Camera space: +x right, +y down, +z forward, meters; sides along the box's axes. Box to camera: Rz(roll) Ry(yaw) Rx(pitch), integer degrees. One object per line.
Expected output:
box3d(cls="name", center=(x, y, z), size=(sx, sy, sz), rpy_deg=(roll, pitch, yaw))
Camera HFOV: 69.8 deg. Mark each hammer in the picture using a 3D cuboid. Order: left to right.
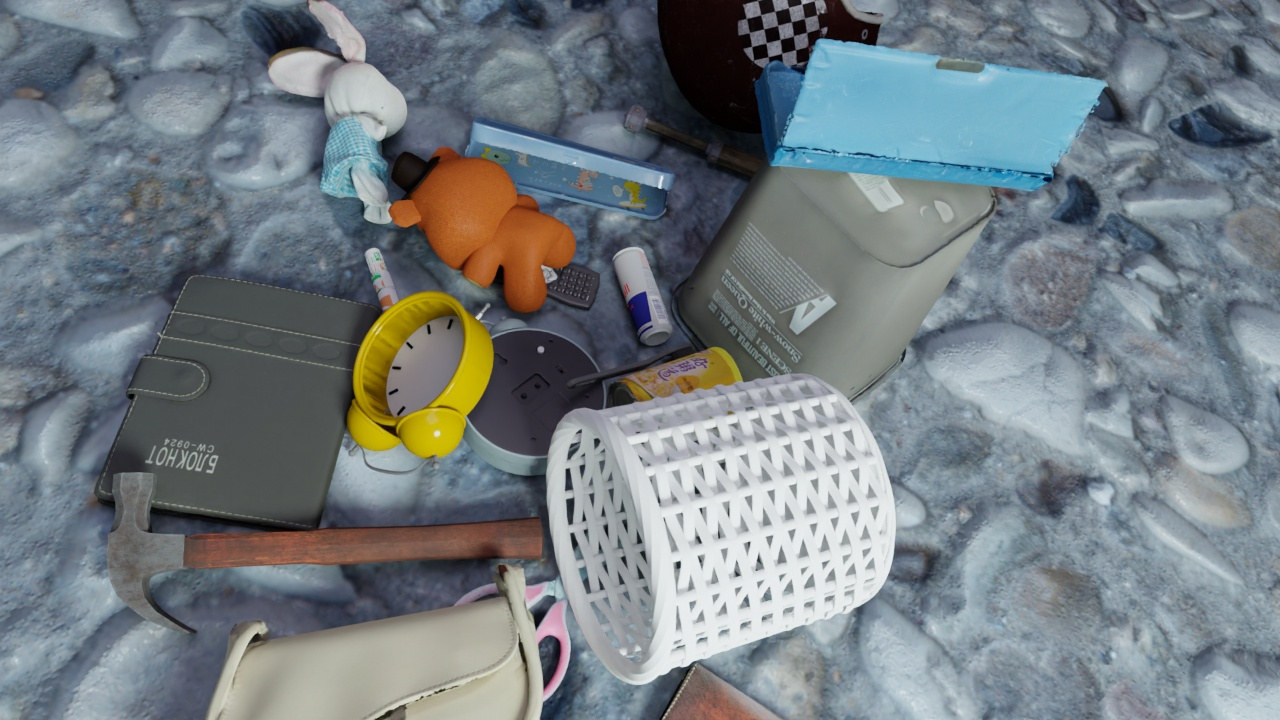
box3d(cls="hammer", center=(-0.221, 0.136, 0.672), size=(0.300, 0.028, 0.111), rpy_deg=(1, 76, -16))
box3d(cls="hammer", center=(0.131, -0.207, 0.986), size=(0.317, 0.028, 0.146), rpy_deg=(22, 51, -1))

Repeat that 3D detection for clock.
box3d(cls="clock", center=(-0.176, 0.017, 0.727), size=(0.114, 0.052, 0.151), rpy_deg=(4, 69, 30))
box3d(cls="clock", center=(-0.102, 0.027, 0.774), size=(0.159, 0.045, 0.122), rpy_deg=(43, 59, 14))

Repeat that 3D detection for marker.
box3d(cls="marker", center=(-0.214, -0.038, 0.801), size=(0.017, 0.017, 0.145), rpy_deg=(-15, 64, -22))

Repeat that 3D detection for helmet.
box3d(cls="helmet", center=(0.132, -0.369, 0.956), size=(0.233, 0.254, 0.233), rpy_deg=(-17, 22, -6))

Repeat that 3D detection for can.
box3d(cls="can", center=(0.002, -0.060, 0.860), size=(0.032, 0.032, 0.095), rpy_deg=(-9, 62, -19))
box3d(cls="can", center=(0.032, 0.033, 0.789), size=(0.105, 0.068, 0.067), rpy_deg=(-18, 65, -23))

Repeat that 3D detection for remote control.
box3d(cls="remote control", center=(-0.100, -0.082, 0.861), size=(0.124, 0.009, 0.046), rpy_deg=(17, 57, -4))

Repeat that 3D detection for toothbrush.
box3d(cls="toothbrush", center=(-0.005, 0.005, 0.795), size=(0.167, 0.013, 0.013), rpy_deg=(-15, 68, -48))

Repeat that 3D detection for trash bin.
box3d(cls="trash bin", center=(0.169, -0.088, 0.807), size=(0.197, 0.221, 0.197), rpy_deg=(-32, 71, -28))

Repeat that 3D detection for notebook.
box3d(cls="notebook", center=(-0.315, 0.028, 0.731), size=(0.169, 0.030, 0.208), rpy_deg=(11, 55, -9))

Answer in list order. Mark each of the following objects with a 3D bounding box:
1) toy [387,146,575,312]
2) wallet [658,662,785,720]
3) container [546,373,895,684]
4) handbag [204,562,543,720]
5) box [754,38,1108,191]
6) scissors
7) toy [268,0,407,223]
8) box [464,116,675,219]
box3d(cls="toy", center=(-0.142, -0.125, 0.818), size=(0.176, 0.096, 0.111), rpy_deg=(42, 55, -18))
box3d(cls="wallet", center=(0.074, 0.286, 0.674), size=(0.123, 0.019, 0.072), rpy_deg=(33, 57, 7))
box3d(cls="container", center=(0.051, 0.113, 0.667), size=(0.186, 0.190, 0.189), rpy_deg=(-10, 62, -25))
box3d(cls="handbag", center=(-0.168, 0.226, 0.582), size=(0.228, 0.132, 0.184), rpy_deg=(-8, 58, -17))
box3d(cls="box", center=(0.214, -0.200, 0.686), size=(0.231, 0.110, 0.094), rpy_deg=(4, 60, -12))
box3d(cls="scissors", center=(-0.078, 0.171, 0.710), size=(0.108, 0.016, 0.178), rpy_deg=(30, 57, 5))
box3d(cls="toy", center=(-0.259, -0.225, 0.864), size=(0.105, 0.131, 0.205), rpy_deg=(-11, 73, -43))
box3d(cls="box", center=(-0.073, -0.189, 0.927), size=(0.210, 0.064, 0.069), rpy_deg=(14, 21, -8))
